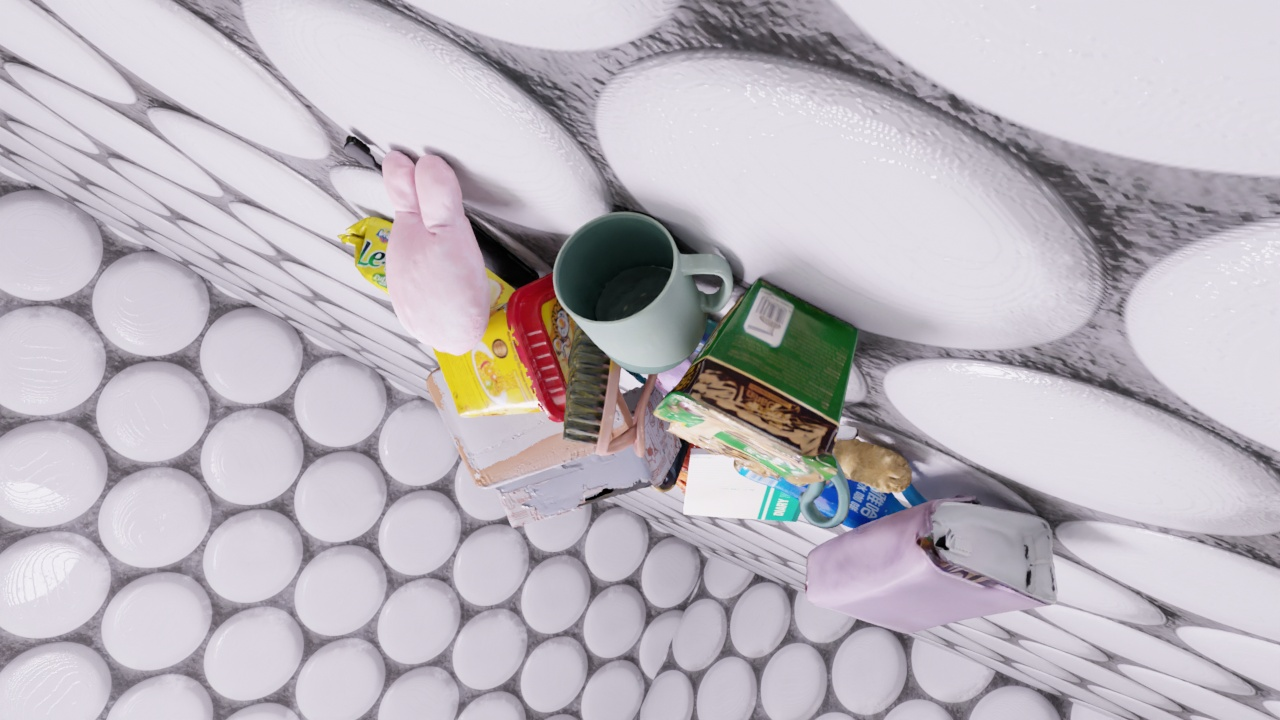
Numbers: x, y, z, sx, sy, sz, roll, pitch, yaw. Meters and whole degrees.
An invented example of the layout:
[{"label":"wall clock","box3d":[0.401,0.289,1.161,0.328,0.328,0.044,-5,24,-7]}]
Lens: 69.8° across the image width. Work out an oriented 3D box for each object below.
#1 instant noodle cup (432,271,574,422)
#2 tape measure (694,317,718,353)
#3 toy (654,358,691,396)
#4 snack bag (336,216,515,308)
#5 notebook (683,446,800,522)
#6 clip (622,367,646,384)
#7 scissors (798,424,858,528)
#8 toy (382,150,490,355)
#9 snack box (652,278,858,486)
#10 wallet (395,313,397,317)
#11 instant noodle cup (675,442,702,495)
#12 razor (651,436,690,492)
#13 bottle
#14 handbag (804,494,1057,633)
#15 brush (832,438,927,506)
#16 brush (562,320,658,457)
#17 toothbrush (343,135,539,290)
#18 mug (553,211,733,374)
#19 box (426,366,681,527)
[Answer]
[{"label":"instant noodle cup","box3d":[-0.102,-0.006,0.791,0.124,0.116,0.116,-12,104,29]},{"label":"tape measure","box3d":[0.046,-0.024,0.746,0.054,0.025,0.058,28,172,-15]},{"label":"toy","box3d":[0.030,0.013,0.902,0.084,0.039,0.108,46,173,12]},{"label":"snack bag","box3d":[-0.188,-0.063,0.967,0.246,0.068,0.158,24,167,15]},{"label":"notebook","box3d":[0.130,0.153,1.110,0.150,0.012,0.209,3,152,2]},{"label":"clip","box3d":[-0.006,0.007,0.987,0.014,0.045,0.057,18,163,45]},{"label":"scissors","box3d":[0.134,0.069,0.840,0.181,0.019,0.170,37,146,40]},{"label":"toy","box3d":[-0.163,-0.084,0.719,0.121,0.160,0.054,19,-149,40]},{"label":"snack box","box3d":[0.085,0.012,0.630,0.118,0.105,0.118,26,166,-3]},{"label":"wallet","box3d":[-0.232,-0.029,1.106,0.124,0.032,0.101,37,-173,-4]},{"label":"instant noodle cup","box3d":[0.045,0.123,1.222,0.188,0.079,0.165,29,167,-14]},{"label":"razor","box3d":[0.034,0.103,1.063,0.062,0.068,0.167,23,-157,-1]},{"label":"bottle","box3d":[0.209,0.136,0.983,0.218,0.065,0.065,26,168,-1]},{"label":"handbag","box3d":[0.271,0.195,0.884,0.145,0.098,0.198,13,152,-20]},{"label":"brush","box3d":[0.256,0.125,0.899,0.083,0.045,0.254,14,167,42]},{"label":"brush","box3d":[-0.020,0.006,0.713,0.073,0.145,0.063,9,151,-8]},{"label":"toothbrush","box3d":[-0.166,-0.121,0.782,0.026,0.027,0.212,-32,134,22]},{"label":"mug","box3d":[0.011,-0.044,0.632,0.112,0.082,0.106,-11,155,14]},{"label":"box","box3d":[-0.080,0.052,0.943,0.198,0.181,0.157,66,-161,-11]}]
